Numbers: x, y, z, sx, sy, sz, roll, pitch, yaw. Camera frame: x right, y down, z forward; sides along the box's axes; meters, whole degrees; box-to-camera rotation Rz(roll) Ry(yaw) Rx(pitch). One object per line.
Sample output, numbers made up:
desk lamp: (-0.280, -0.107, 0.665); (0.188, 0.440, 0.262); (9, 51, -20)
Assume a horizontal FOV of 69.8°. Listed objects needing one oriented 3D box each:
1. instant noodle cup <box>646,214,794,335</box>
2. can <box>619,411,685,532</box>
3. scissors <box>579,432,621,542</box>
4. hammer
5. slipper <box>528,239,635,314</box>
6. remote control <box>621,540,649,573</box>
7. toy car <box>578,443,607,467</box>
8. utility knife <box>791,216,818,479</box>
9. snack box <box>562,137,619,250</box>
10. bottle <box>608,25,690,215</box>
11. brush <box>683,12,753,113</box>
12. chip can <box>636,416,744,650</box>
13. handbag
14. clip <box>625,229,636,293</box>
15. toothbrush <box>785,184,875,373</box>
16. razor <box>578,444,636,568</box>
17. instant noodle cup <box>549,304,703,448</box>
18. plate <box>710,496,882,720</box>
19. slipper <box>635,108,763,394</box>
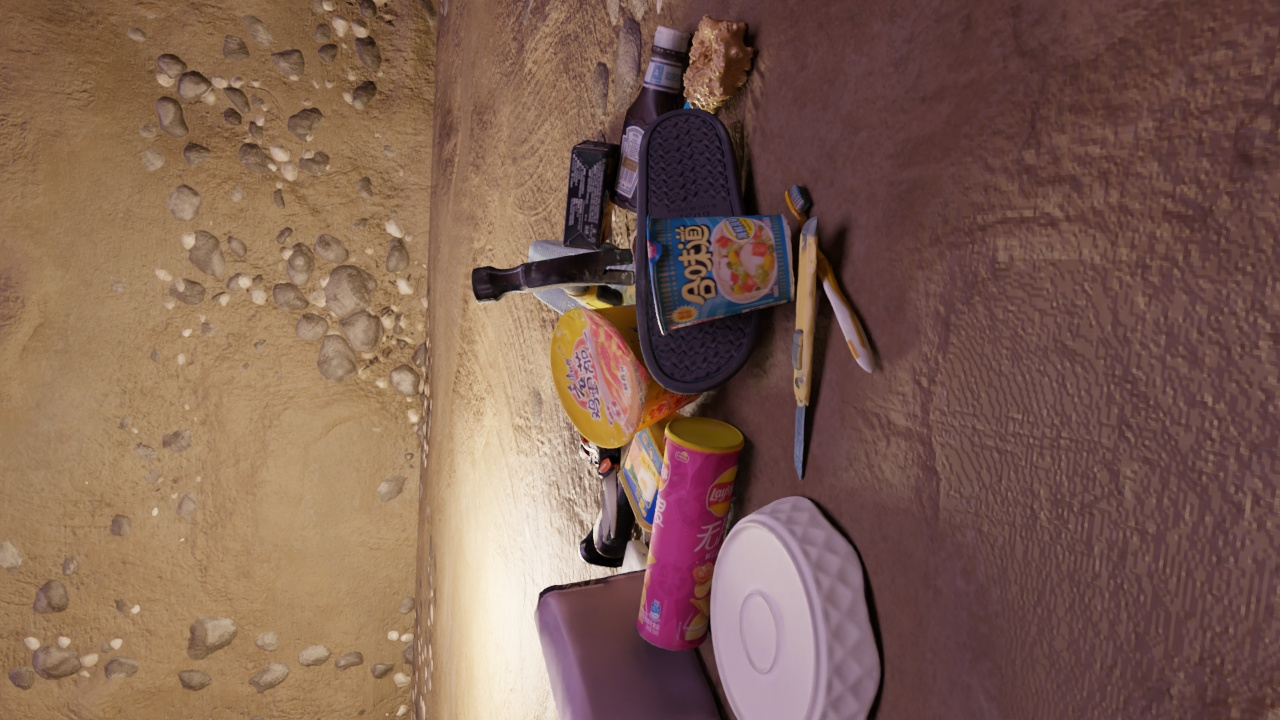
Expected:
instant noodle cup: (0.066, -0.075, 0.735); (0.099, 0.110, 0.099); (-5, -91, -84)
can: (0.024, 0.111, 0.933); (0.102, 0.057, 0.083); (-117, 37, -51)
scissors: (-0.026, 0.100, 1.018); (0.142, 0.021, 0.235); (-47, 29, 6)
hammer: (-0.053, -0.068, 0.876); (0.323, 0.126, 0.032); (4, -102, -83)
slipper: (-0.059, -0.098, 1.130); (0.246, 0.074, 0.104); (22, 117, 50)
remote control: (-0.009, 0.280, 1.057); (0.058, 0.021, 0.150); (-122, 39, -56)
toy car: (-0.058, 0.060, 1.168); (0.071, 0.041, 0.155); (124, 137, -55)
utility knife: (0.128, -0.007, 0.711); (0.031, 0.022, 0.211); (-116, 19, -71)
snack box: (-0.059, -0.197, 1.074); (0.125, 0.053, 0.113); (-67, -15, -70)
bottle: (0.014, -0.257, 0.991); (0.080, 0.044, 0.195); (38, 122, 47)
brush: (0.053, -0.225, 0.911); (0.255, 0.045, 0.083); (109, 149, -46)
chip can: (0.044, 0.162, 0.855); (0.071, 0.071, 0.211); (-135, 49, -62)
handbag: (-0.021, 0.313, 0.914); (0.197, 0.144, 0.099); (-116, 37, -52)
clip: (0.005, -0.092, 0.953); (0.100, 0.034, 0.071); (106, 154, -43)
toothbrush: (0.143, -0.067, 0.691); (0.018, 0.016, 0.191); (-56, 37, 41)
razor: (-0.023, 0.167, 1.065); (0.067, 0.062, 0.168); (-104, 29, -59)
instant noodle cup: (-0.005, 0.005, 0.897); (0.138, 0.109, 0.138); (24, 122, 45)
plate: (0.110, 0.212, 0.719); (0.205, 0.045, 0.205); (-179, 90, -68)
slipper: (0.053, -0.096, 0.838); (0.083, 0.111, 0.267); (59, -153, -73)
